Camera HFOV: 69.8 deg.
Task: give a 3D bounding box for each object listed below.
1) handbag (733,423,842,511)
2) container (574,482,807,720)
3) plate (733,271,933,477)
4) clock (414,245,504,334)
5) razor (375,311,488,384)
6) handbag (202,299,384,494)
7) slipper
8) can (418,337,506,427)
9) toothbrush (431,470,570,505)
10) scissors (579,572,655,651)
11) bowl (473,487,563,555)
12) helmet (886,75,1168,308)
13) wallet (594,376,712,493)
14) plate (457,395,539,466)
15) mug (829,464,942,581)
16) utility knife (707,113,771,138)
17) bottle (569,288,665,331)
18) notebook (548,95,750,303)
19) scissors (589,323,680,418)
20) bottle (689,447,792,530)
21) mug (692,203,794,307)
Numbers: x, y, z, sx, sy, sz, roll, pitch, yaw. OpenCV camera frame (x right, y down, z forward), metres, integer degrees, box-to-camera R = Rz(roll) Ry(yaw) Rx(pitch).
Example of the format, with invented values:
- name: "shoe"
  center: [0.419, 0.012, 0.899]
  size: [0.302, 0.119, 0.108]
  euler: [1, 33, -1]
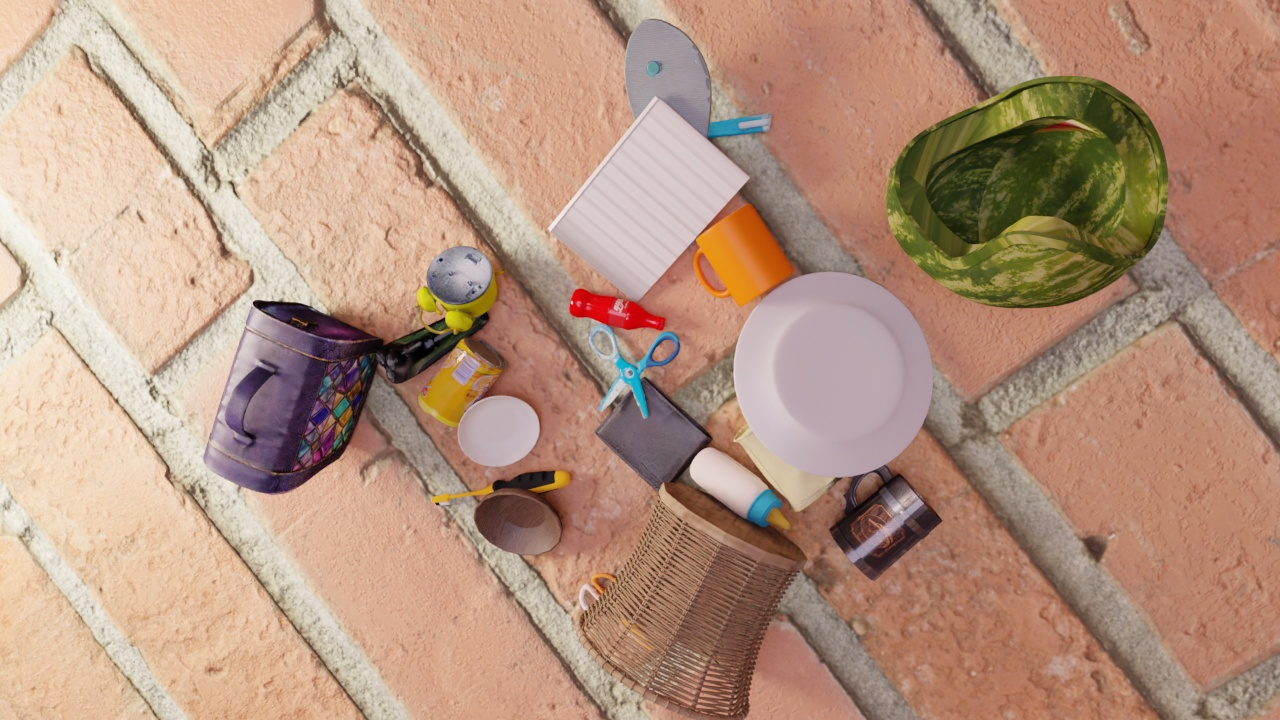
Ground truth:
- name: "handbag"
  center: [0.191, 0.105, 1.105]
  size: [0.111, 0.081, 0.119]
  euler: [-39, 88, 5]
- name: "container"
  center: [0.066, 0.274, 1.076]
  size: [0.227, 0.226, 0.196]
  euler: [27, 94, 5]
- name: "plate"
  center: [0.229, 0.014, 1.070]
  size: [0.242, 0.016, 0.242]
  euler: [1, 84, -7]
- name: "clock"
  center: [-0.228, -0.086, 1.139]
  size: [0.083, 0.057, 0.119]
  euler: [33, 73, 15]
- name: "razor"
  center: [-0.264, -0.024, 1.170]
  size: [0.151, 0.067, 0.054]
  euler: [-29, 94, 4]
- name: "handbag"
  center: [-0.431, 0.040, 1.125]
  size: [0.125, 0.221, 0.205]
  euler: [24, 101, 5]
- name: "slipper"
  center: [0.041, -0.265, 1.088]
  size: [0.098, 0.054, 0.269]
  euler: [-1, 112, 13]
- name: "can"
  center: [-0.227, 0.027, 1.168]
  size: [0.067, 0.067, 0.105]
  euler: [40, 101, 3]
- name: "toothbrush"
  center: [-0.184, 0.168, 1.199]
  size: [0.197, 0.031, 0.031]
  euler: [-11, 127, 14]
- name: "scissors"
  center: [-0.027, 0.336, 1.202]
  size: [0.064, 0.013, 0.128]
  euler: [-41, 88, 13]
- name: "bowl"
  center: [-0.155, 0.201, 1.182]
  size: [0.118, 0.030, 0.118]
  euler: [6, 128, 7]
- name: "helmet"
  center: [0.393, -0.162, 0.953]
  size: [0.243, 0.248, 0.213]
  euler: [18, 81, -34]
- name: "wallet"
  center: [0.016, 0.094, 1.157]
  size: [0.120, 0.031, 0.099]
  euler: [41, 99, 5]
- name: "plate"
  center: [-0.183, 0.086, 1.176]
  size: [0.104, 0.026, 0.104]
  euler: [-7, 119, -13]
- name: "mug"
  center: [0.283, 0.185, 1.104]
  size: [0.107, 0.080, 0.115]
  euler: [-43, 63, 11]
- name: "utility knife"
  center: [0.067, -0.277, 1.105]
  size: [0.181, 0.015, 0.022]
  euler: [-3, 93, 12]
- name: "bottle"
  center: [-0.028, -0.059, 1.139]
  size: [0.119, 0.036, 0.036]
  euler: [15, 99, 7]
- name: "notebook"
  center: [0.007, -0.187, 1.095]
  size: [0.142, 0.009, 0.210]
  euler: [39, 114, -9]
- name: "scissors"
  center: [-0.005, 0.006, 1.144]
  size: [0.138, 0.011, 0.134]
  euler: [-22, 76, 3]
- name: "bottle"
  center: [0.125, 0.160, 1.106]
  size: [0.146, 0.051, 0.051]
  euler: [35, 103, 33]
- name: "mug"
  center: [0.112, -0.117, 1.095]
  size: [0.113, 0.077, 0.096]
  euler: [-33, 91, 40]
